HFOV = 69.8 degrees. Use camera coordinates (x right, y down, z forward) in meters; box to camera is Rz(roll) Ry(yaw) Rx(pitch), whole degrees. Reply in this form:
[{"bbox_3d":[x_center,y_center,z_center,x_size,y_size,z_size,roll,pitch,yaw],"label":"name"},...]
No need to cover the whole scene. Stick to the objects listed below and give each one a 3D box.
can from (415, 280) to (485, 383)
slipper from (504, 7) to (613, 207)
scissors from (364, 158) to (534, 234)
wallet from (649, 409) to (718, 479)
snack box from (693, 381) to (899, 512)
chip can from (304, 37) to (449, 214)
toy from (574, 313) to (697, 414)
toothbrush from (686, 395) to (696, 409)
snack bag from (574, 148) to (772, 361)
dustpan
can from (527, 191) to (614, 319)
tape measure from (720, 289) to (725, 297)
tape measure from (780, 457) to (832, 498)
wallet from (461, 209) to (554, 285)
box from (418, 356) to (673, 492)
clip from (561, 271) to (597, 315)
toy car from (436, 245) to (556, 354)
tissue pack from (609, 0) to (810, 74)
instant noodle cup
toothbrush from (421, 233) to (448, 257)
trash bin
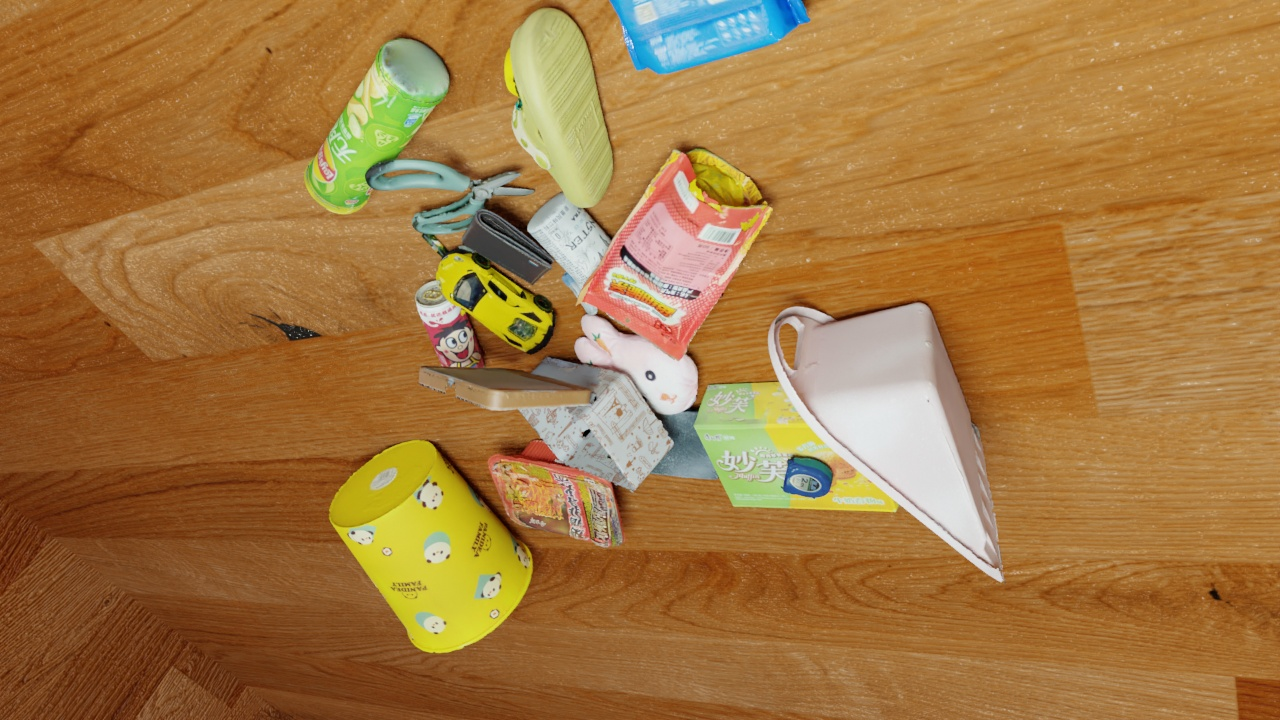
[{"bbox_3d":[-0.236,-0.035,1.141,0.053,0.053,0.133,8,137,19],"label":"can"},{"bbox_3d":[-0.084,-0.222,0.836,0.082,0.091,0.191,6,140,24],"label":"slipper"},{"bbox_3d":[-0.207,-0.177,0.950,0.173,0.019,0.179,-15,156,37],"label":"scissors"},{"bbox_3d":[0.040,0.102,1.147,0.121,0.019,0.097,1,119,37],"label":"wallet"},{"bbox_3d":[0.186,0.101,1.068,0.210,0.069,0.158,-3,133,29],"label":"snack box"},{"bbox_3d":[-0.269,-0.233,0.926,0.072,0.072,0.222,39,138,-17],"label":"chip can"},{"bbox_3d":[-0.006,0.006,1.077,0.159,0.054,0.122,27,144,8],"label":"toy"},{"bbox_3d":[0.030,0.094,1.178,0.029,0.021,0.190,53,141,16],"label":"toothbrush"},{"bbox_3d":[0.031,-0.098,0.896,0.128,0.073,0.208,28,130,-6],"label":"snack bag"},{"bbox_3d":[0.238,0.060,0.894,0.139,0.222,0.273,-17,114,23],"label":"dustpan"},{"bbox_3d":[-0.051,-0.107,0.966,0.058,0.058,0.146,-22,122,41],"label":"can"},{"bbox_3d":[0.046,-0.084,0.964,0.066,0.033,0.066,-19,122,39],"label":"tape measure"},{"bbox_3d":[0.187,0.130,1.025,0.054,0.025,0.058,12,143,11],"label":"tape measure"},{"bbox_3d":[-0.144,-0.120,0.993,0.096,0.020,0.122,35,167,-11],"label":"wallet"},{"bbox_3d":[-0.104,0.050,1.069,0.273,0.124,0.179,29,170,-38],"label":"box"},{"bbox_3d":[-0.065,-0.078,1.037,0.025,0.029,0.057,-21,116,39],"label":"clip"},{"bbox_3d":[-0.170,-0.068,1.068,0.156,0.041,0.071,37,121,-14],"label":"toy car"},{"bbox_3d":[0.048,-0.287,0.724,0.157,0.052,0.095,-6,130,31],"label":"tissue pack"},{"bbox_3d":[-0.110,0.182,1.297,0.189,0.078,0.165,8,137,17],"label":"instant noodle cup"},{"bbox_3d":[-0.194,-0.084,1.095,0.012,0.017,0.186,-38,116,5],"label":"toothbrush"},{"bbox_3d":[-0.326,0.276,1.408,0.230,0.228,0.255,-8,125,33],"label":"trash bin"}]
